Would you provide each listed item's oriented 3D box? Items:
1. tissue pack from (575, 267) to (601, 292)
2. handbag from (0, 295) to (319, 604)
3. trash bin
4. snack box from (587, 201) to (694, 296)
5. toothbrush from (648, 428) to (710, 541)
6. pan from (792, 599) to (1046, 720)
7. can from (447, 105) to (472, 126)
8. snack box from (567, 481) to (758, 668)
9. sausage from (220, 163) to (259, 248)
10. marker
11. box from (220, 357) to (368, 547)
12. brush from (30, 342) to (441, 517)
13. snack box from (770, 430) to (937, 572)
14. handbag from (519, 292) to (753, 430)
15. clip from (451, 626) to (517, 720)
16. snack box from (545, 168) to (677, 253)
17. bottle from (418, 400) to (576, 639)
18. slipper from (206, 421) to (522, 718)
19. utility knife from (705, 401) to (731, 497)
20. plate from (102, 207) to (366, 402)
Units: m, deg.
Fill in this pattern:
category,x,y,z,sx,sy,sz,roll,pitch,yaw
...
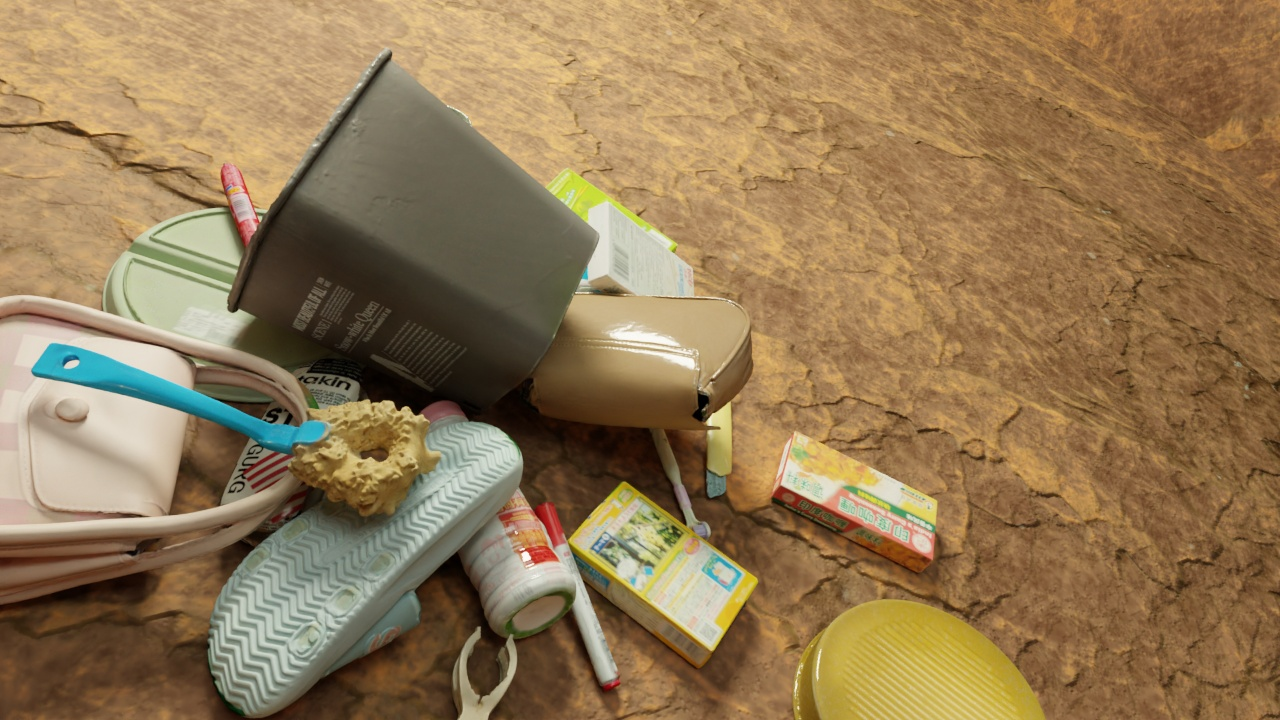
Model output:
category,x,y,z,sx,sy,sz,roll,pitch,yaw
tissue pack,-0.084,-0.086,0.907,0.140,0.063,0.089,9,62,-19
handbag,-0.334,0.054,0.610,0.234,0.094,0.193,2,48,-17
trash bin,-0.175,-0.083,0.735,0.219,0.200,0.198,33,58,-17
snack box,0.004,-0.085,0.916,0.156,0.027,0.084,31,49,-49
toothbrush,0.023,0.085,0.832,0.020,0.029,0.189,47,17,-48
pan,0.272,0.331,0.686,0.357,0.078,0.197,37,44,22
can,-0.203,-0.169,0.881,0.058,0.148,0.057,14,42,-13
snack box,0.015,0.168,0.733,0.140,0.034,0.086,36,42,9
sausage,-0.352,-0.127,0.818,0.020,0.020,0.155,-9,52,-34
marker,-0.048,0.174,0.686,0.017,0.017,0.145,-9,63,-33
box,-0.257,0.072,0.692,0.075,0.076,0.163,4,48,4
brush,-0.256,0.036,0.590,0.254,0.046,0.083,19,53,-9
snack box,0.204,0.133,0.868,0.156,0.027,0.076,26,42,0
handbag,-0.005,0.005,0.814,0.205,0.100,0.147,4,35,17
clip,-0.119,0.227,0.606,0.076,0.035,0.103,26,49,-4
snack box,-0.047,-0.138,1.001,0.156,0.026,0.085,35,62,10
bottle,-0.120,0.113,0.699,0.068,0.068,0.197,-10,49,-34
slipper,-0.179,0.136,0.624,0.104,0.074,0.244,31,58,33
utility knife,0.074,0.061,0.883,0.031,0.019,0.176,13,39,-8
plate,-0.333,-0.058,0.793,0.230,0.028,0.229,14,42,-13
